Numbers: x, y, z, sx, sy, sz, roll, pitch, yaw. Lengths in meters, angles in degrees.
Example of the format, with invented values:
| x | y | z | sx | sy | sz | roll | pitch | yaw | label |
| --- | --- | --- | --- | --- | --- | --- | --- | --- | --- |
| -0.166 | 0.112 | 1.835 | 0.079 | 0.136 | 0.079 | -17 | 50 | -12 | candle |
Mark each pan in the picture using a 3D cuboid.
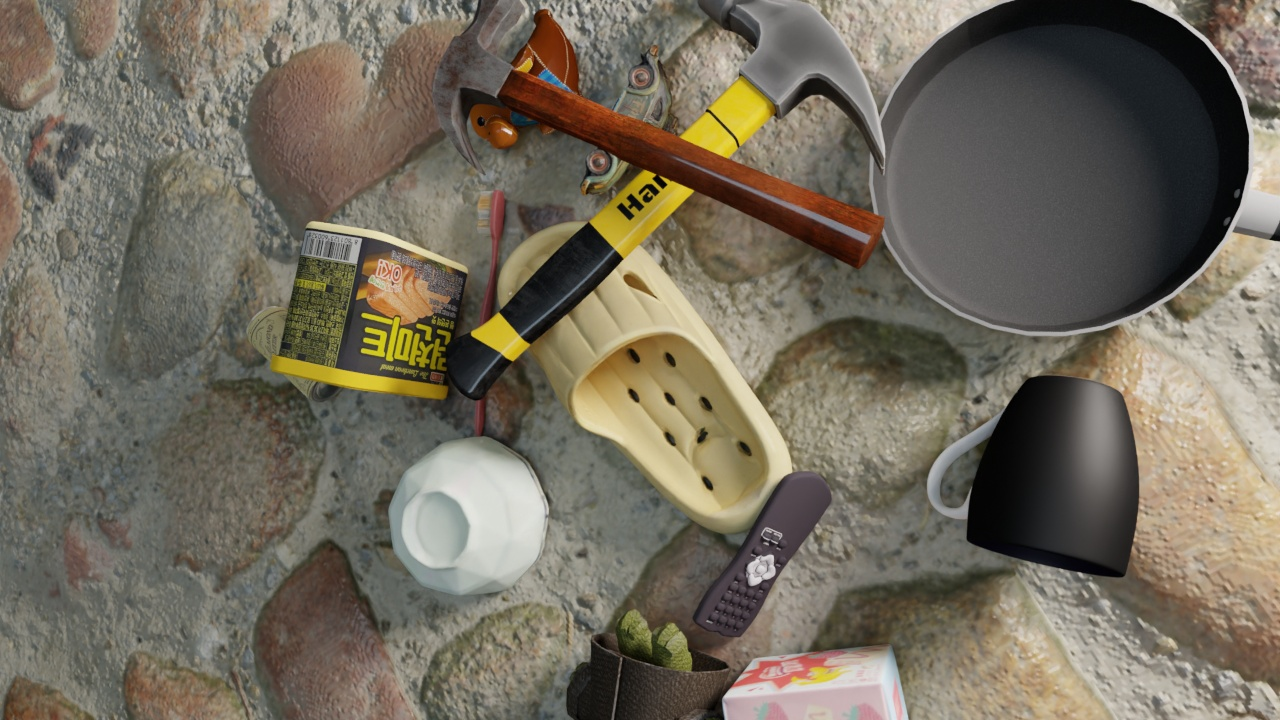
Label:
| x | y | z | sx | sy | sz | roll | pitch | yaw | label |
| --- | --- | --- | --- | --- | --- | --- | --- | --- | --- |
| 0.311 | -0.091 | 0.525 | 0.356 | 0.044 | 0.204 | 19 | 93 | 18 | pan |

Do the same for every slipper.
| x | y | z | sx | sy | sz | roll | pitch | yaw | label |
| --- | --- | --- | --- | --- | --- | --- | --- | --- | --- |
| -0.004 | 0.004 | 0.609 | 0.111 | 0.079 | 0.261 | -43 | 76 | 8 | slipper |

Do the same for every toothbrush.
| x | y | z | sx | sy | sz | roll | pitch | yaw | label |
| --- | --- | --- | --- | --- | --- | --- | --- | --- | --- |
| -0.116 | -0.034 | 0.680 | 0.016 | 0.015 | 0.184 | 3 | 89 | 19 | toothbrush |

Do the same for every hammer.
| x | y | z | sx | sy | sz | roll | pitch | yaw | label |
| --- | --- | --- | --- | --- | --- | --- | --- | --- | --- |
| 0.002 | -0.129 | 0.552 | 0.301 | 0.028 | 0.111 | 27 | 87 | 19 | hammer |
| 0.003 | -0.093 | 0.575 | 0.324 | 0.034 | 0.170 | -43 | 72 | 2 | hammer |

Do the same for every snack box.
| x | y | z | sx | sy | sz | roll | pitch | yaw | label |
| --- | --- | --- | --- | --- | --- | --- | --- | --- | --- |
| 0.109 | 0.222 | 0.550 | 0.095 | 0.093 | 0.079 | -13 | 83 | 18 | snack box |

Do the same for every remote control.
| x | y | z | sx | sy | sz | roll | pitch | yaw | label |
| --- | --- | --- | --- | --- | --- | --- | --- | --- | --- |
| 0.081 | 0.126 | 0.592 | 0.124 | 0.046 | 0.009 | -58 | 33 | 7 | remote control |

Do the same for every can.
| x | y | z | sx | sy | sz | roll | pitch | yaw | label |
| --- | --- | --- | --- | --- | --- | --- | --- | --- | --- |
| -0.268 | -0.006 | 0.716 | 0.079 | 0.038 | 0.038 | 39 | 99 | 16 | can |
| -0.183 | -0.031 | 0.643 | 0.072 | 0.130 | 0.101 | 11 | 88 | 19 | can |

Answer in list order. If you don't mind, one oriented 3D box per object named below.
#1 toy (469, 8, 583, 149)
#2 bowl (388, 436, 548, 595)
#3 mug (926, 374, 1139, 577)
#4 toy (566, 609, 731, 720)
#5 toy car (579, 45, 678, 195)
| x | y | z | sx | sy | sz | roll | pitch | yaw | label |
| --- | --- | --- | --- | --- | --- | --- | --- | --- | --- |
| -0.088 | -0.207 | 0.671 | 0.090 | 0.070 | 0.102 | -27 | 56 | 28 | toy |
| -0.130 | 0.114 | 0.649 | 0.117 | 0.061 | 0.117 | 0 | 91 | 18 | bowl |
| 0.226 | 0.063 | 0.534 | 0.119 | 0.084 | 0.100 | 3 | 73 | 48 | mug |
| 0.000 | 0.241 | 0.582 | 0.180 | 0.078 | 0.152 | 3 | 82 | 47 | toy |
| -0.002 | -0.158 | 0.631 | 0.047 | 0.047 | 0.112 | 27 | 92 | -1 | toy car |
